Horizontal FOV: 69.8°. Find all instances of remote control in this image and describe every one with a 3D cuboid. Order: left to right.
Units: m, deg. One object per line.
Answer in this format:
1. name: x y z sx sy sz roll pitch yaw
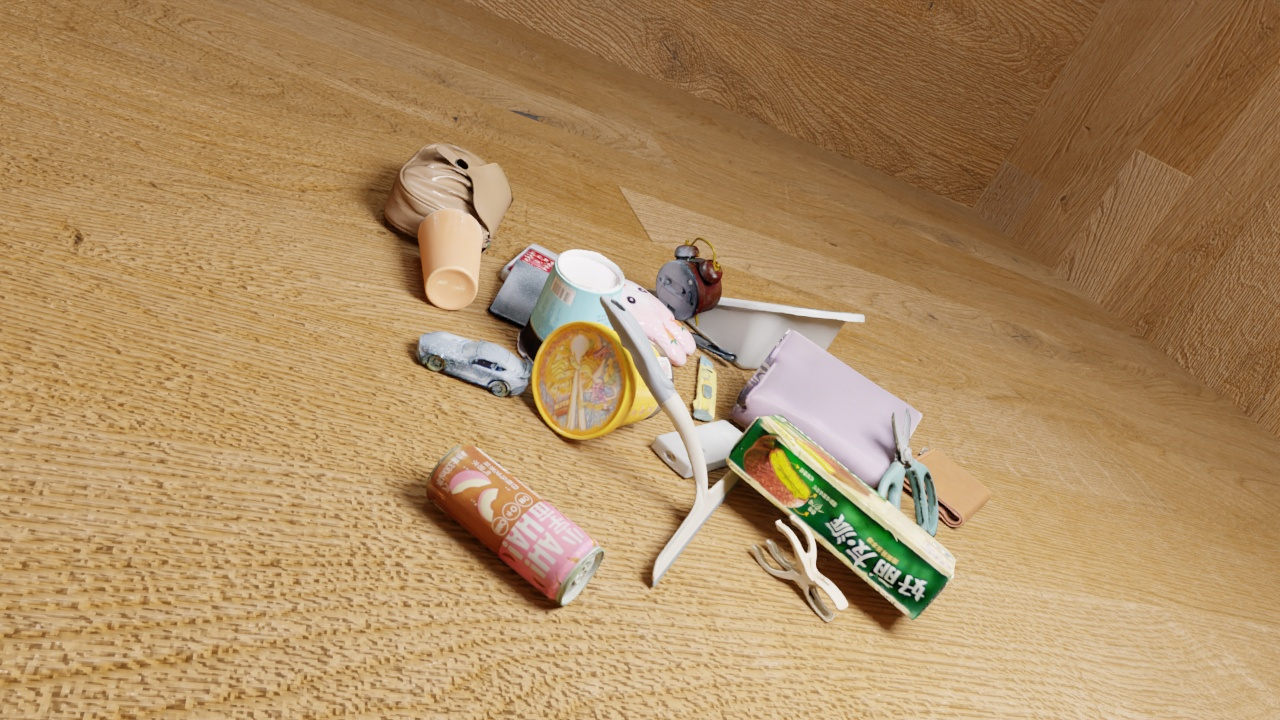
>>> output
1. remote control: -0.143 -0.124 1.230 0.056 0.020 0.135 27 25 1
2. remote control: 0.073 0.096 1.014 0.056 0.019 0.134 41 28 28

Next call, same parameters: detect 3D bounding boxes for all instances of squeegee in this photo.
1. squeegee: 0.025 0.046 0.872 0.245 0.039 0.246 -32 99 -62

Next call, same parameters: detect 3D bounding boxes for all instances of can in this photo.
1. can: -0.101 0.129 0.733 0.147 0.058 0.057 35 26 17

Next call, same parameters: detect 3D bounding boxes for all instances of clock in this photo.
1. clock: 0.070 -0.109 1.241 0.055 0.122 0.082 -16 46 -40

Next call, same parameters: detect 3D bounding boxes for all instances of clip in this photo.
1. clip: 0.158 0.187 0.867 0.104 0.089 0.034 32 23 36

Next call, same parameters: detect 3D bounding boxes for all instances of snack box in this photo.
1. snack box: 0.205 0.151 0.936 0.240 0.063 0.114 39 11 16

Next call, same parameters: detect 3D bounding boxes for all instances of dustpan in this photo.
1. dustpan: 0.186 -0.079 1.327 0.222 0.143 0.257 3 35 -42

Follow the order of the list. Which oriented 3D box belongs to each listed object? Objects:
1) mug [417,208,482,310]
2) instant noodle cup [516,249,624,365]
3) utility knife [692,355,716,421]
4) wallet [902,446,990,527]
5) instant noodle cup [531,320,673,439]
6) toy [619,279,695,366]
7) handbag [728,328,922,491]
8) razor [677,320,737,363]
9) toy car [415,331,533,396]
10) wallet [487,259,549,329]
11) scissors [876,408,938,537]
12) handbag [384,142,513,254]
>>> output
1. mug: -0.223 -0.115 1.077 0.078 0.078 0.122 16 32 -22
2. instant noodle cup: -0.071 -0.055 1.025 0.111 0.121 0.111 14 36 -11
3. utility knife: 0.081 0.035 1.156 0.031 0.019 0.175 30 20 -8
4. wallet: 0.392 0.161 1.192 0.108 0.031 0.131 42 28 23
5. instant noodle cup: -0.032 0.020 0.955 0.118 0.119 0.114 40 20 26
6. toy: 0.004 -0.055 1.209 0.159 0.054 0.121 36 25 1
7. handbag: 0.221 0.073 1.113 0.197 0.099 0.144 34 42 12
8. razor: 0.073 -0.034 1.264 0.143 0.022 0.042 34 26 19
9. toy car: -0.170 -0.001 0.946 0.120 0.037 0.054 19 26 -10
10. wallet: -0.126 -0.073 1.129 0.097 0.019 0.120 24 37 -5
11. scissors: 0.291 0.146 1.027 0.019 0.174 0.176 -2 25 42
12. handbag: -0.248 -0.222 1.221 0.147 0.100 0.204 26 28 -11
